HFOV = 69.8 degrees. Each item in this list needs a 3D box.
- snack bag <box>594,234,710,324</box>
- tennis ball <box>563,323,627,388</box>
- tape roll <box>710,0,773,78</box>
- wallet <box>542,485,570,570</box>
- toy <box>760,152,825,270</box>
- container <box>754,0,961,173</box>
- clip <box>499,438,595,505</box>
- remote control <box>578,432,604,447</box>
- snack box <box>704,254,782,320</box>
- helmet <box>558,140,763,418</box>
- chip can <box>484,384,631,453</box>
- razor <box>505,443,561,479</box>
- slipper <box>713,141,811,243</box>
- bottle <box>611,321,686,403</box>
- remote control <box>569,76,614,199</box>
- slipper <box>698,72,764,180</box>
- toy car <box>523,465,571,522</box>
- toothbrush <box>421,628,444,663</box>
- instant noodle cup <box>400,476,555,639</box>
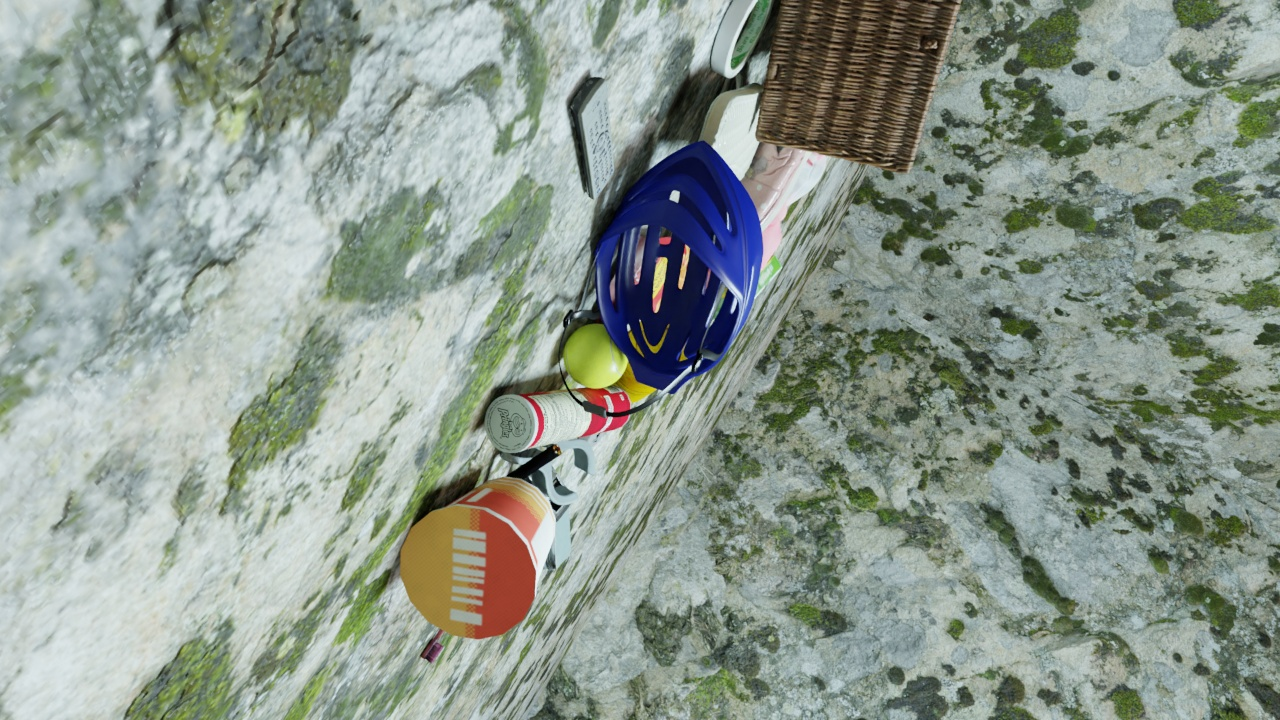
[{"bbox_3d":[0.007,-0.088,1.030,0.139,0.066,0.207,-58,162,23],"label":"snack bag"},{"bbox_3d":[-0.045,-0.004,0.924,0.065,0.065,0.065,-56,169,-17],"label":"tennis ball"},{"bbox_3d":[0.097,-0.313,0.863,0.093,0.018,0.094,-56,169,-17],"label":"tape roll"},{"bbox_3d":[-0.117,0.209,1.157,0.131,0.054,0.100,26,63,-80],"label":"wallet"},{"bbox_3d":[0.165,-0.215,1.189,0.213,0.084,0.142,-64,-151,6],"label":"toy"},{"bbox_3d":[0.230,-0.346,0.923,0.182,0.162,0.250,-55,158,-58],"label":"container"},{"bbox_3d":[-0.103,0.121,0.987,0.114,0.028,0.163,-58,150,-16],"label":"clip"},{"bbox_3d":[-0.037,0.053,1.252,0.151,0.019,0.074,-61,170,7],"label":"remote control"},{"bbox_3d":[0.098,-0.082,1.248,0.168,0.027,0.131,-22,-167,36],"label":"snack box"},{"bbox_3d":[0.014,-0.058,0.816,0.227,0.148,0.242,-49,152,-49],"label":"helmet"},{"bbox_3d":[-0.074,0.053,0.903,0.052,0.052,0.214,-62,161,12],"label":"chip can"},{"bbox_3d":[-0.129,0.122,0.926,0.145,0.022,0.042,-41,179,31],"label":"razor"},{"bbox_3d":[0.157,-0.253,1.101,0.054,0.114,0.275,24,106,-38],"label":"slipper"},{"bbox_3d":[-0.006,0.006,1.023,0.071,0.071,0.164,-55,-173,-22],"label":"bottle"},{"bbox_3d":[-0.033,-0.162,0.681,0.033,0.013,0.136,-57,169,-13],"label":"remote control"},{"bbox_3d":[0.091,-0.237,0.948,0.115,0.054,0.272,-67,172,18],"label":"slipper"},{"bbox_3d":[-0.108,0.148,1.061,0.040,0.037,0.092,-52,134,-30],"label":"toy car"},{"bbox_3d":[-0.203,0.278,1.105,0.189,0.016,0.016,-57,169,-11],"label":"toothbrush"},{"bbox_3d":[-0.140,0.173,0.856,0.123,0.123,0.121,-62,177,16],"label":"instant noodle cup"}]
